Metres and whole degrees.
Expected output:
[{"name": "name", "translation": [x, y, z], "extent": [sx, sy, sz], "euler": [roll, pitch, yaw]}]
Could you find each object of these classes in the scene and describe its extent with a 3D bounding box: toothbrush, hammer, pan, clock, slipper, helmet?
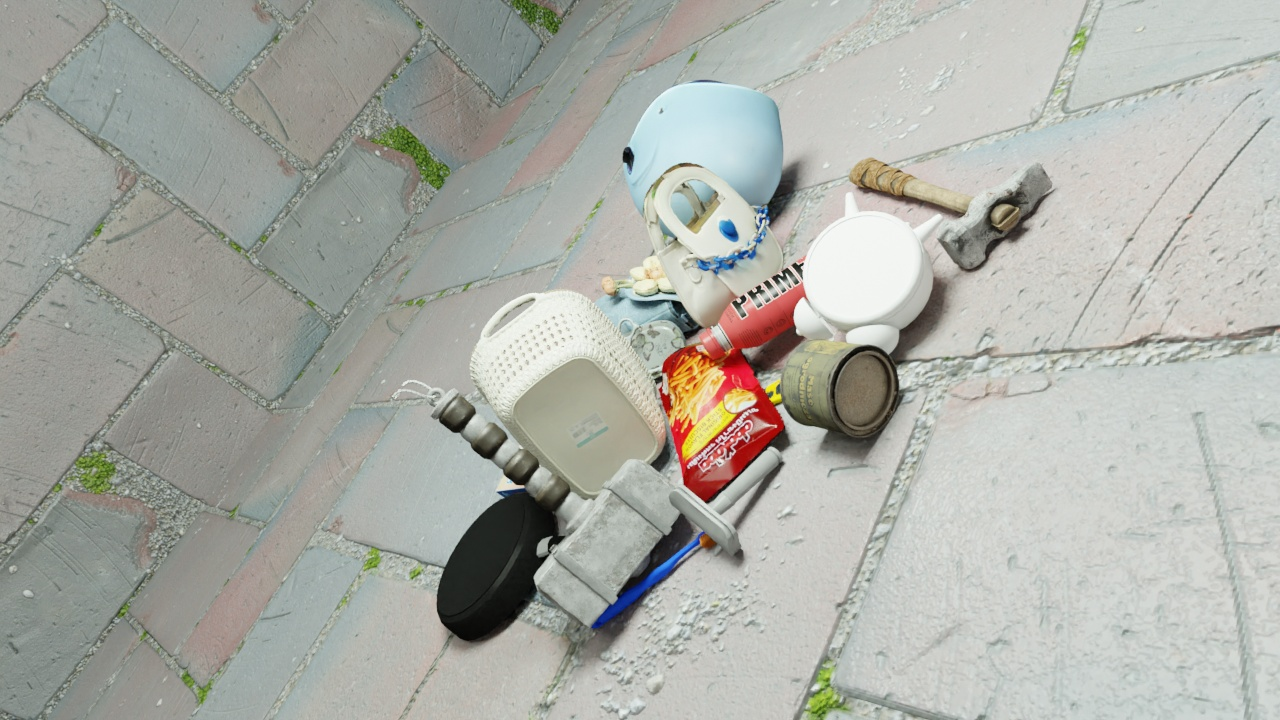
[{"name": "toothbrush", "translation": [0.014, 0.234, 0.973], "extent": [0.183, 0.016, 0.018], "euler": [-41, 33, 14]}, {"name": "hammer", "translation": [-0.121, 0.120, 0.988], "extent": [0.176, 0.326, 0.079], "euler": [-50, 3, -10]}, {"name": "pan", "translation": [-0.144, 0.238, 1.155], "extent": [0.357, 0.044, 0.203], "euler": [-28, 32, 41]}, {"name": "clock", "translation": [0.239, -0.084, 0.960], "extent": [0.125, 0.072, 0.161], "euler": [23, 87, 34]}, {"name": "hammer", "translation": [0.327, -0.195, 1.053], "extent": [0.121, 0.049, 0.318], "euler": [-44, 25, 3]}, {"name": "slipper", "translation": [-0.058, 0.023, 1.264], "extent": [0.269, 0.098, 0.054], "euler": [-32, -6, 26]}, {"name": "helmet", "translation": [0.087, -0.263, 1.316], "extent": [0.266, 0.225, 0.166], "euler": [131, 143, -56]}]

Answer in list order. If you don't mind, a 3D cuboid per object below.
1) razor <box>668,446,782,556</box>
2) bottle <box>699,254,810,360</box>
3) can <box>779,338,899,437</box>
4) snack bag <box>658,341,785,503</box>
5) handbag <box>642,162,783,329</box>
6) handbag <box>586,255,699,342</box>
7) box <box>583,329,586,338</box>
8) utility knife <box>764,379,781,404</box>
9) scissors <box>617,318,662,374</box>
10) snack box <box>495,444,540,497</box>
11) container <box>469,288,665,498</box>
[{"name": "razor", "translation": [0.101, 0.132, 0.943], "extent": [0.116, 0.047, 0.088], "euler": [-40, 50, -17]}, {"name": "bottle", "translation": [0.151, -0.060, 1.072], "extent": [0.177, 0.062, 0.062], "euler": [-32, 28, 5]}, {"name": "can", "translation": [0.195, 0.026, 0.897], "extent": [0.089, 0.090, 0.075], "euler": [-55, 27, -13]}, {"name": "snack bag", "translation": [0.090, 0.062, 1.064], "extent": [0.139, 0.066, 0.207], "euler": [-39, 36, 15]}, {"name": "handbag", "translation": [0.093, -0.159, 1.161], "extent": [0.093, 0.199, 0.200], "euler": [-28, 18, 36]}, {"name": "handbag", "translation": [-0.002, -0.077, 1.297], "extent": [0.192, 0.118, 0.121], "euler": [-26, 37, 28]}, {"name": "box", "translation": [-0.122, 0.025, 1.420], "extent": [0.059, 0.056, 0.186], "euler": [20, 69, 28]}, {"name": "utility knife", "translation": [0.192, 0.016, 1.002], "extent": [0.152, 0.017, 0.030], "euler": [-25, 46, 34]}, {"name": "scissors", "translation": [-0.004, 0.014, 1.218], "extent": [0.175, 0.014, 0.141], "euler": [1, 88, 21]}, {"name": "snack box", "translation": [-0.134, 0.150, 1.284], "extent": [0.152, 0.034, 0.087], "euler": [-14, 42, 48]}, {"name": "container", "translation": [-0.080, 0.048, 1.110], "extent": [0.184, 0.246, 0.142], "euler": [-37, 32, 4]}]
